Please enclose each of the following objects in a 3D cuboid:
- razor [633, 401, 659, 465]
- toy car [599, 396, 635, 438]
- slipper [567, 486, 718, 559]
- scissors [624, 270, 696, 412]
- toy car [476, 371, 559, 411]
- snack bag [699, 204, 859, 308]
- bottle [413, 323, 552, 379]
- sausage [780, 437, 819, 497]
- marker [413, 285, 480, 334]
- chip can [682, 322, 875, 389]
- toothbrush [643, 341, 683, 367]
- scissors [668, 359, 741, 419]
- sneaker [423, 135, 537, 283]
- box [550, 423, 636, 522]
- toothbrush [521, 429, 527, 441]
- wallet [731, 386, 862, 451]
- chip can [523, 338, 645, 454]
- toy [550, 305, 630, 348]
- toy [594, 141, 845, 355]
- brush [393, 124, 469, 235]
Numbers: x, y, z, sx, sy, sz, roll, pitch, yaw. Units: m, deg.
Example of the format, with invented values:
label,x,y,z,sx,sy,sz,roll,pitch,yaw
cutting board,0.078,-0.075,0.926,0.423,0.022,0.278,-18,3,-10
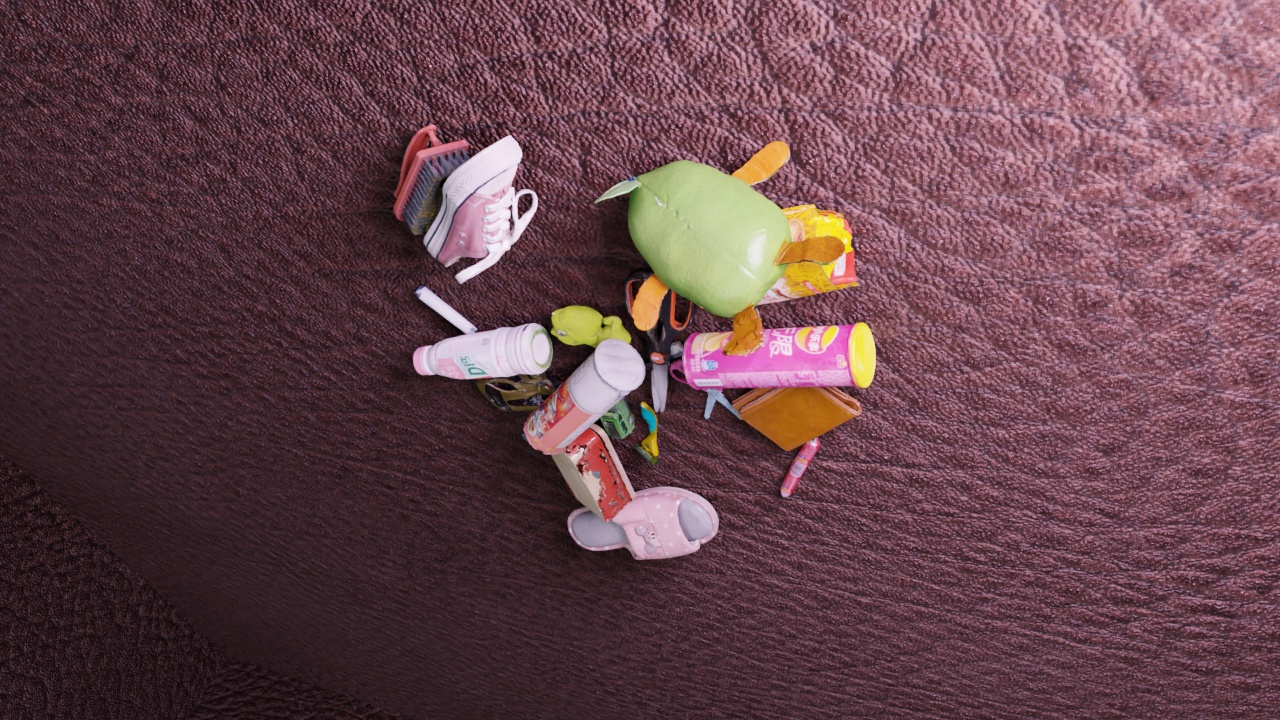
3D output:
label,x,y,z,sx,sy,sz,roll,pitch,yaw
razor,0.010,0.095,1.285,0.043,0.028,0.133,43,156,31
toy car,-0.038,0.071,1.280,0.043,0.036,0.091,5,135,28
slipper,-0.005,0.262,1.440,0.275,0.054,0.114,-11,111,32
scissors,0.036,-0.011,1.128,0.137,0.021,0.235,-3,128,29
toy car,-0.175,0.046,1.326,0.158,0.042,0.070,-2,135,35
snack bag,0.119,-0.106,0.964,0.208,0.073,0.128,-4,135,44
bottle,-0.218,-0.008,1.243,0.197,0.068,0.068,-5,134,25
sausage,0.212,0.145,1.235,0.020,0.020,0.156,22,143,6
marker,-0.257,-0.057,1.265,0.130,0.018,0.023,39,104,-18
chip can,0.155,-0.003,1.049,0.211,0.071,0.071,-2,135,32
toothbrush,-0.007,0.007,1.201,0.182,0.015,0.018,-22,116,44
scissors,0.099,0.037,1.177,0.126,0.017,0.133,-24,126,42
sneaker,-0.174,-0.159,1.026,0.088,0.118,0.242,49,147,-1
box,-0.080,0.164,1.356,0.091,0.079,0.168,29,153,41
toothbrush,-0.108,0.164,1.444,0.191,0.018,0.016,36,142,-12
wallet,0.184,0.057,1.133,0.119,0.035,0.131,37,140,-14
chip can,-0.077,0.053,1.199,0.071,0.071,0.215,34,139,-11
toy,-0.066,-0.040,1.165,0.100,0.031,0.097,34,139,-17
toy,0.070,-0.116,0.886,0.246,0.227,0.090,45,-172,33
brush,-0.248,-0.205,1.055,0.069,0.063,0.146,58,143,8
